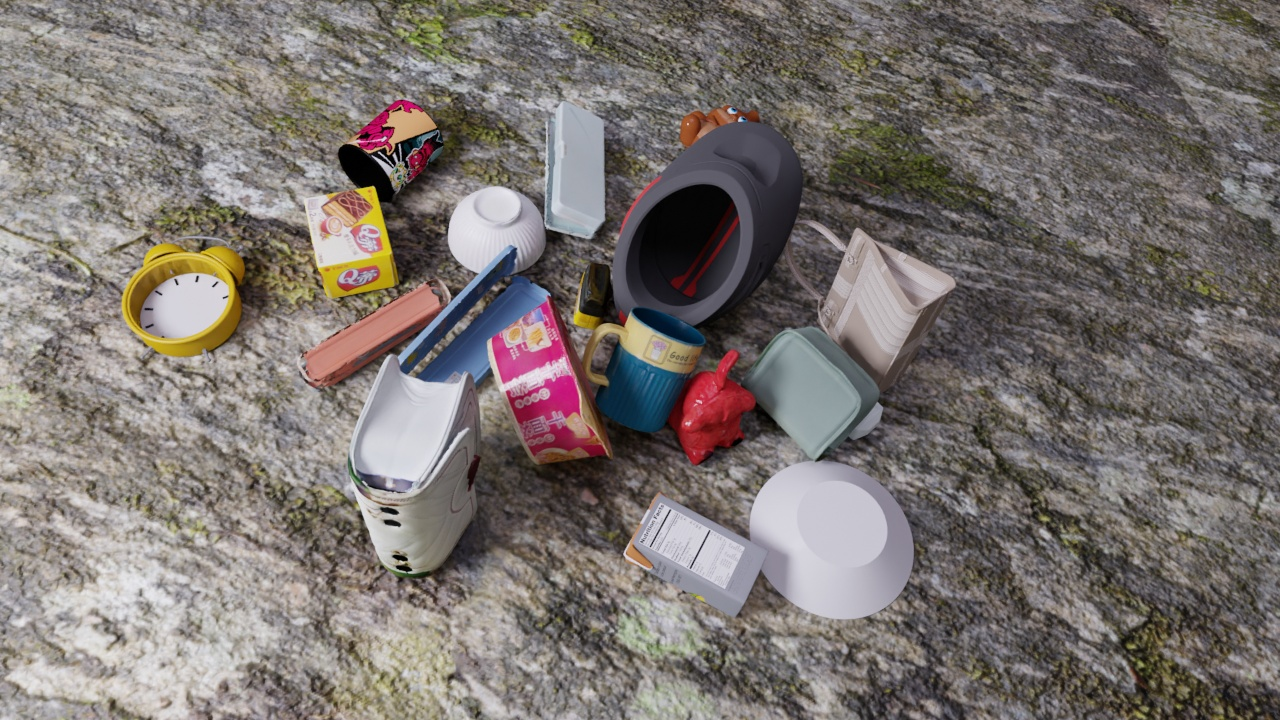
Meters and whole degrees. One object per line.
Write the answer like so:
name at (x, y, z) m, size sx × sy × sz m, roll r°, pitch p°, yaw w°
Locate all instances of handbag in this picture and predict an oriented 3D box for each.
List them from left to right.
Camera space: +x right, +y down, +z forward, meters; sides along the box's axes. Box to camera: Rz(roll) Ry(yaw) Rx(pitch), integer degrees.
handbag at (-0.201, 0.104, 0.842) m, size 0.096 × 0.199 × 0.141 m, roll 13°, pitch 58°, yaw -1°
handbag at (0.182, 0.032, 0.992) m, size 0.122 × 0.106 × 0.067 m, roll 46°, pitch 30°, yaw 19°
handbag at (0.232, -0.082, 1.027) m, size 0.062 × 0.176 × 0.198 m, roll -30°, pitch 64°, yaw -23°

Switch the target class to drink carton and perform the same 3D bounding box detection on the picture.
drink carton at (0.054, 0.191, 0.906) m, size 0.125 × 0.049 × 0.076 m, roll 27°, pitch 59°, yaw 9°

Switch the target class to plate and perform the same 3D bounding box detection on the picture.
plate at (0.202, 0.173, 0.942) m, size 0.174 × 0.036 × 0.173 m, roll 3°, pitch 58°, yaw -5°

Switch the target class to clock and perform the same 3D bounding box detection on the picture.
clock at (-0.495, -0.073, 1.003) m, size 0.113 × 0.052 × 0.151 m, roll 3°, pitch 63°, yaw -5°

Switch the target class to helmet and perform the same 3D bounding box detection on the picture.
helmet at (0.078, -0.144, 1.036) m, size 0.164 × 0.169 × 0.265 m, roll 34°, pitch 102°, yaw 8°

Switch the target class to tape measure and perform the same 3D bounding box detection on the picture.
tape measure at (-0.052, -0.070, 1.047) m, size 0.037 × 0.064 × 0.065 m, roll 11°, pitch 49°, yaw -9°

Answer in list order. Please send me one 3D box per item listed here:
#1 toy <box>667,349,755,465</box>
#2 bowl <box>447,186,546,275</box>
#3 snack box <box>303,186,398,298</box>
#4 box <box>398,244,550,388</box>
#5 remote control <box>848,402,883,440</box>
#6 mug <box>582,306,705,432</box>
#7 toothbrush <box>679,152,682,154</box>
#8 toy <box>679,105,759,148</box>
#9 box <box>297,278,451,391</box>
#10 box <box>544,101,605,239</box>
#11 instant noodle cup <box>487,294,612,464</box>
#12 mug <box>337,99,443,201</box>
toy at (0.063, 0.035, 0.964) m, size 0.088 × 0.133 × 0.094 m, roll -17°, pitch 52°, yaw -29°
bowl at (-0.171, -0.165, 1.092) m, size 0.118 × 0.062 × 0.118 m, roll 3°, pitch 58°, yaw -5°
snack box at (-0.332, -0.136, 1.054) m, size 0.083 × 0.061 × 0.105 m, roll -14°, pitch 61°, yaw -15°
box at (-0.178, -0.030, 1.006) m, size 0.074 × 0.078 × 0.208 m, roll 33°, pitch 61°, yaw 9°
remote control at (0.212, 0.027, 1.042) m, size 0.049 × 0.024 × 0.143 m, roll -36°, pitch 69°, yaw -25°
mug at (-0.006, 0.005, 0.936) m, size 0.113 × 0.107 × 0.083 m, roll 15°, pitch 21°, yaw -26°
toothbrush at (0.114, -0.207, 1.179) m, size 0.017 × 0.016 × 0.190 m, roll -39°, pitch 69°, yaw -7°
toy at (0.112, -0.306, 1.216) m, size 0.127 × 0.065 × 0.095 m, roll -33°, pitch 74°, yaw -29°
box at (-0.290, -0.026, 1.015) m, size 0.187 × 0.062 × 0.058 m, roll -34°, pitch 93°, yaw -27°
box at (-0.079, -0.241, 1.153) m, size 0.083 × 0.066 × 0.198 m, roll 2°, pitch 54°, yaw -8°
instant noodle cup at (-0.095, 0.029, 0.928) m, size 0.077 × 0.179 × 0.178 m, roll -21°, pitch 62°, yaw 0°
mug at (-0.318, -0.260, 1.131) m, size 0.118 × 0.082 × 0.098 m, roll 14°, pitch 53°, yaw 35°
